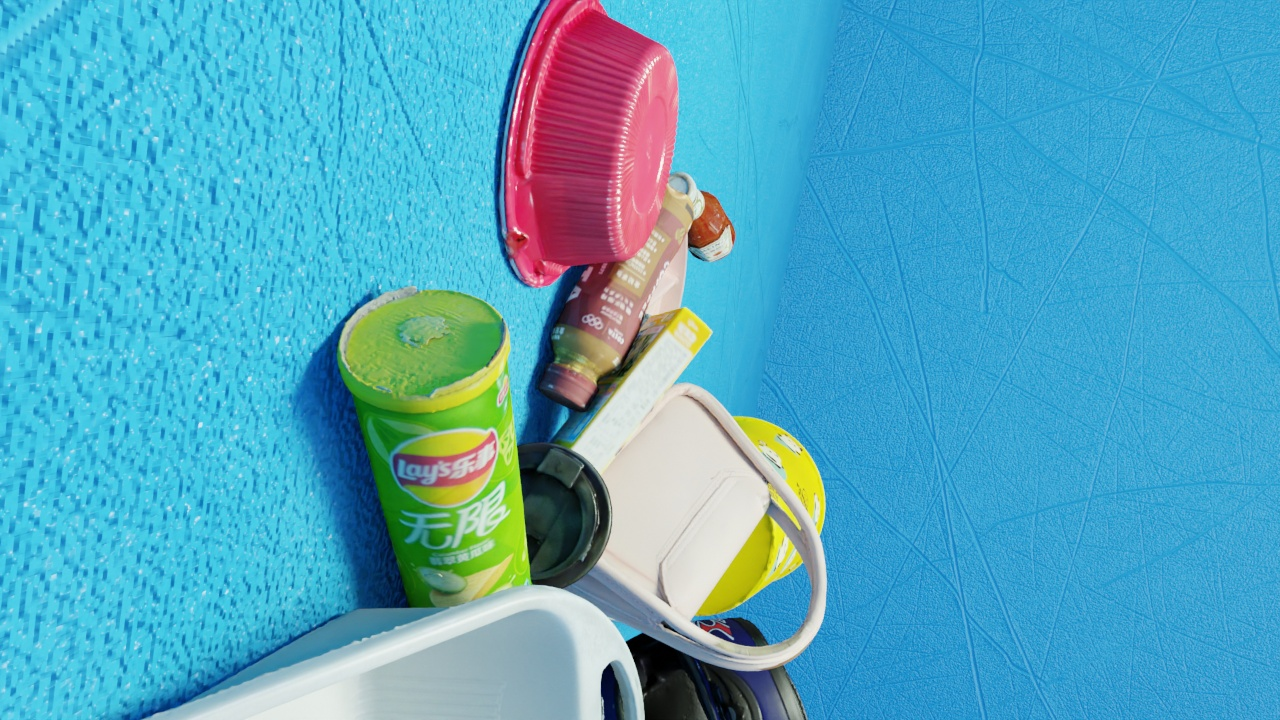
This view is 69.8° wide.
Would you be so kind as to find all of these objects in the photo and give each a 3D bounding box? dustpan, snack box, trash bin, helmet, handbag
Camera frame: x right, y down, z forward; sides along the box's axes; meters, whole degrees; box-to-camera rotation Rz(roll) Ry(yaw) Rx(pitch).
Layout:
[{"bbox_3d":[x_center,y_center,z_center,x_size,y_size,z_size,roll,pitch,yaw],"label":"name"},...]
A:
[{"bbox_3d":[-0.090,0.210,0.380,0.257,0.143,0.223,-42,131,-76],"label":"dustpan"},{"bbox_3d":[-0.012,0.024,0.682,0.140,0.033,0.087,-53,-169,-12],"label":"snack box"},{"bbox_3d":[0.096,0.189,1.120,0.255,0.230,0.229,1,101,-72],"label":"trash bin"},{"bbox_3d":[0.035,0.407,0.969,0.316,0.240,0.247,93,-24,-65],"label":"helmet"},{"bbox_3d":[0.053,0.151,0.759,0.192,0.234,0.094,-47,171,-32],"label":"handbag"}]

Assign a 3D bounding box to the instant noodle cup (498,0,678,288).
[{"bbox_3d":[-0.022,-0.135,0.582,0.193,0.066,0.194,13,89,-78],"label":"instant noodle cup"}]

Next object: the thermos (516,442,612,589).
[{"bbox_3d":[-0.062,0.107,0.611,0.143,0.093,0.093,83,22,-77],"label":"thermos"}]

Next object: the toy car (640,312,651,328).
[{"bbox_3d":[-0.004,0.004,0.751,0.043,0.034,0.090,38,69,-76],"label":"toy car"}]

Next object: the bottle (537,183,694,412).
[{"bbox_3d":[-0.019,-0.048,0.669,0.174,0.057,0.057,-65,165,-13],"label":"bottle"}]

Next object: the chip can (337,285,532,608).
[{"bbox_3d":[-0.093,0.070,0.455,0.072,0.072,0.222,-65,163,-45],"label":"chip can"}]

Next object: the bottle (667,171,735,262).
[{"bbox_3d":[0.058,-0.149,0.948,0.206,0.060,0.059,23,80,-75],"label":"bottle"}]

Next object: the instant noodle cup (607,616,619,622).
[{"bbox_3d":[-0.007,0.210,0.969,0.099,0.099,0.110,6,88,-78],"label":"instant noodle cup"}]

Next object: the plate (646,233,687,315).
[{"bbox_3d":[-0.007,-0.042,0.814,0.229,0.028,0.229,15,89,-75],"label":"plate"}]
